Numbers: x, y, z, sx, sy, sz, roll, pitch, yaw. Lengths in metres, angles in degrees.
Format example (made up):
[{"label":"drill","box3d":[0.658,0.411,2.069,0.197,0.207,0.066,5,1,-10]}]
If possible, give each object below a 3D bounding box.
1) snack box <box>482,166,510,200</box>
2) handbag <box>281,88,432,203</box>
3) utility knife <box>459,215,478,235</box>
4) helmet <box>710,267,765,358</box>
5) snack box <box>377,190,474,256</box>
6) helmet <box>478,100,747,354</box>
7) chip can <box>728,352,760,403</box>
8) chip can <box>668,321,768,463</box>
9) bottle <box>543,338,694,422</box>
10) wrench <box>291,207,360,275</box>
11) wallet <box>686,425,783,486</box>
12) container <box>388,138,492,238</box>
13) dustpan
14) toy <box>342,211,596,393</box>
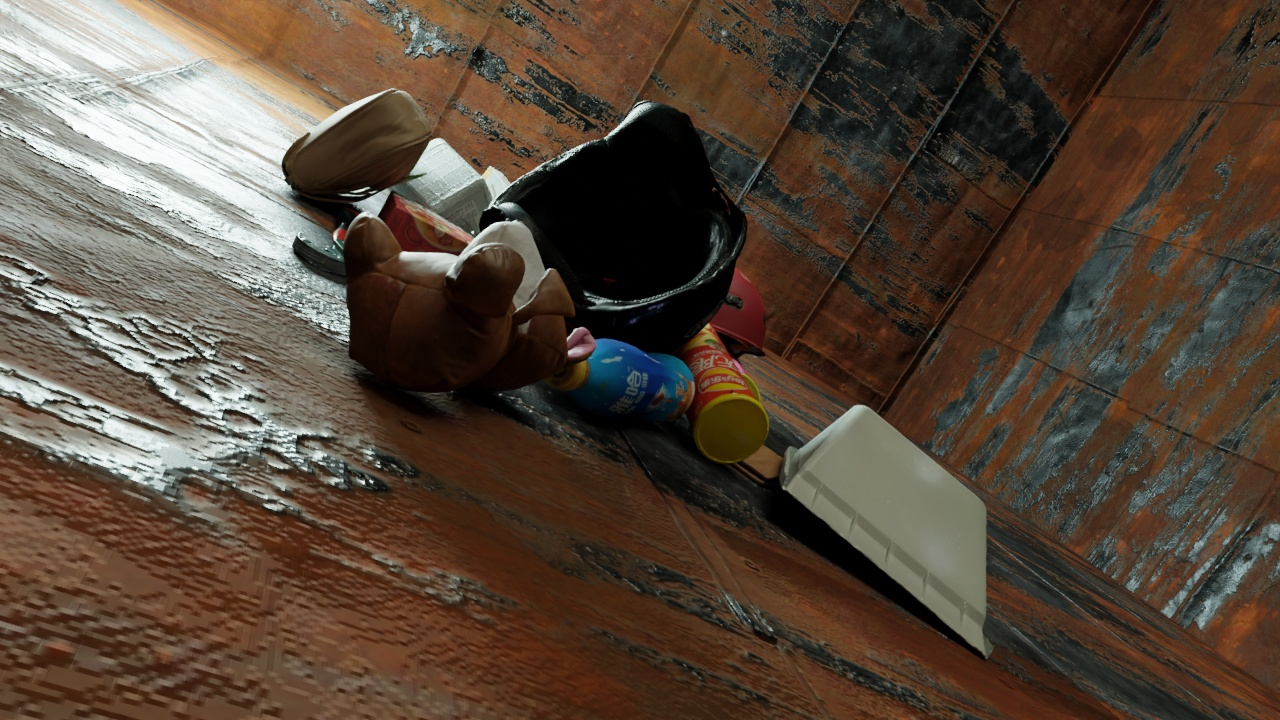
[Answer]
[{"label":"snack box","box3d":[-0.170,-0.161,1.132,0.026,0.085,0.156,20,26,-54]},{"label":"handbag","box3d":[-0.293,-0.223,0.982,0.100,0.148,0.204,60,0,-17]},{"label":"utility knife","box3d":[-0.142,-0.096,1.057,0.196,0.020,0.031,41,-6,-15]},{"label":"helmet","box3d":[0.072,-0.084,1.261,0.240,0.143,0.206,3,-14,43]},{"label":"snack box","box3d":[-0.217,-0.126,0.984,0.127,0.044,0.113,28,8,-25]},{"label":"helmet","box3d":[-0.022,-0.105,0.915,0.275,0.233,0.230,35,-27,31]},{"label":"chip can","box3d":[0.101,0.034,1.121,0.071,0.071,0.210,31,7,-2]},{"label":"chip can","box3d":[0.069,0.020,0.938,0.073,0.073,0.216,29,18,-20]},{"label":"bottle","box3d":[-0.018,0.016,0.771,0.065,0.065,0.218,35,8,23]},{"label":"wrench","box3d":[-0.261,-0.110,0.814,0.056,0.016,0.273,30,8,-17]},{"label":"wallet","box3d":[0.110,0.097,0.947,0.101,0.020,0.115,35,10,26]},{"label":"container","box3d":[-0.233,-0.191,1.095,0.111,0.090,0.090,41,-23,36]},{"label":"dustpan","box3d":[0.221,0.164,0.891,0.222,0.143,0.256,40,37,4]},{"label":"toy","box3d":[-0.106,-0.035,0.590,0.140,0.130,0.199,17,-6,18]}]
